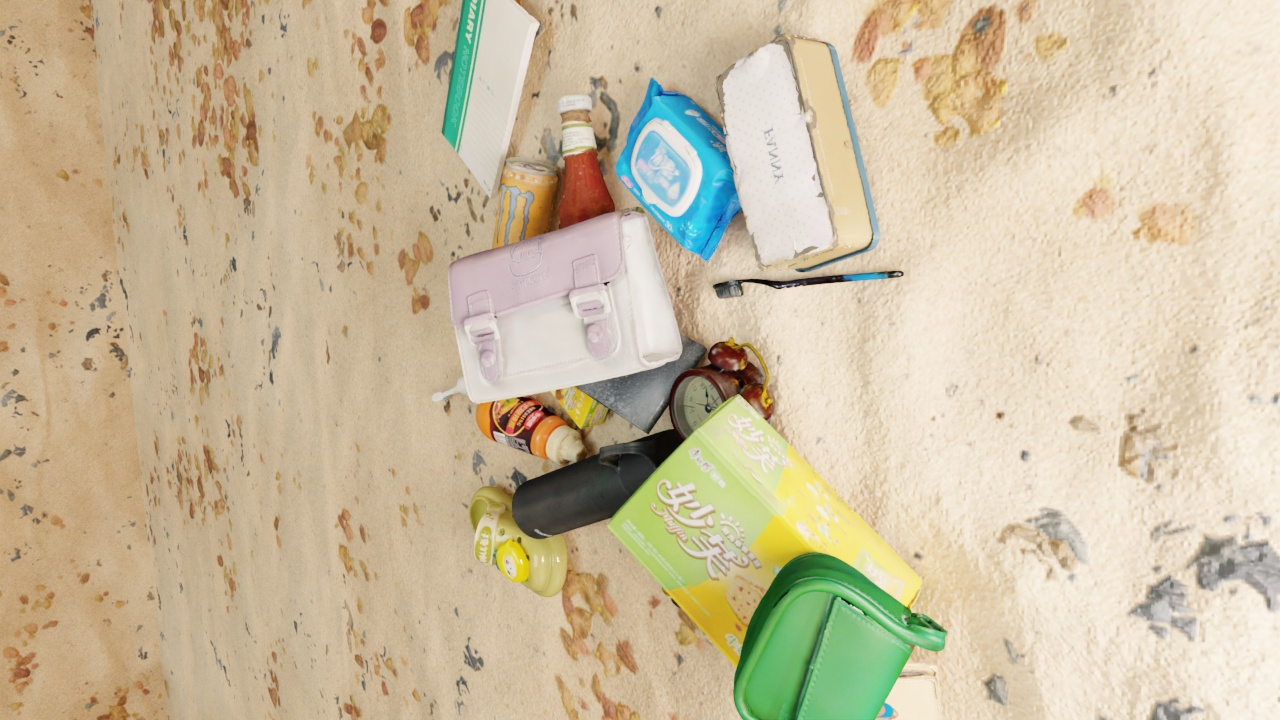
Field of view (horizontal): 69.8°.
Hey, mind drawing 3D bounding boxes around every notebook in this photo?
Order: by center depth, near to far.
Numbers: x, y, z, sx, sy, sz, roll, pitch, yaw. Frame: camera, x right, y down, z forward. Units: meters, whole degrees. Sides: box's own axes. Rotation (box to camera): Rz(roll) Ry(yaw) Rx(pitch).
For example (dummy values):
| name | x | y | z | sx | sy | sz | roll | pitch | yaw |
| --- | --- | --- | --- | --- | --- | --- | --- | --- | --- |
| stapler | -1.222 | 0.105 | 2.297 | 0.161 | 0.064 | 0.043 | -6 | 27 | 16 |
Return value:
| name | x | y | z | sx | sy | sz | roll | pitch | yaw |
| --- | --- | --- | --- | --- | --- | --- | --- | --- | --- |
| notebook | -0.174 | -0.309 | 1.023 | 0.150 | 0.012 | 0.210 | 51 | 137 | 33 |

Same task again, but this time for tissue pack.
| name | x | y | z | sx | sy | sz | roll | pitch | yaw |
| --- | --- | --- | --- | --- | --- | --- | --- | --- | --- |
| tissue pack | 0.033 | -0.169 | 0.803 | 0.157 | 0.052 | 0.095 | 52 | 131 | 29 |

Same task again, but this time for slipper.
| name | x | y | z | sx | sy | sz | roll | pitch | yaw |
| --- | --- | --- | --- | --- | --- | --- | --- | --- | --- |
| slipper | -0.160 | 0.214 | 1.072 | 0.191 | 0.081 | 0.092 | 27 | 119 | 45 |

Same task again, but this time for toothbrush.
| name | x | y | z | sx | sy | sz | roll | pitch | yaw |
| --- | --- | --- | --- | --- | --- | --- | --- | --- | --- |
| toothbrush | 0.130 | -0.062 | 0.746 | 0.190 | 0.014 | 0.016 | 1 | 98 | 47 |
| toothbrush | -0.199 | 0.026 | 1.118 | 0.222 | 0.026 | 0.026 | -19 | 72 | 48 |

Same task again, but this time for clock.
| name | x | y | z | sx | sy | sz | roll | pitch | yaw |
| --- | --- | --- | --- | --- | --- | --- | --- | --- | --- |
| clock | 0.074 | 0.033 | 0.792 | 0.082 | 0.055 | 0.122 | 60 | 137 | 23 |

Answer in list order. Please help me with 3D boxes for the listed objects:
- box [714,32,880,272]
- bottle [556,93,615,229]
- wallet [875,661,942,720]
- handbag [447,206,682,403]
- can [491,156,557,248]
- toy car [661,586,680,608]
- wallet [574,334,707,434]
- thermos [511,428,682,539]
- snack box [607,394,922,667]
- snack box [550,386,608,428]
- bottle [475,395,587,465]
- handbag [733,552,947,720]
| name | x | y | z | sx | sy | sz | roll | pitch | yaw |
| --- | --- | --- | --- | --- | --- | --- | --- | --- | --- |
| box | 0.121 | -0.150 | 0.708 | 0.090 | 0.059 | 0.184 | -13 | 89 | 49 |
| bottle | -0.054 | -0.155 | 0.901 | 0.060 | 0.059 | 0.206 | -3 | 94 | 48 |
| wallet | 0.166 | 0.253 | 0.692 | 0.115 | 0.024 | 0.087 | -4 | 127 | 19 |
| handbag | -0.076 | -0.047 | 0.841 | 0.197 | 0.098 | 0.145 | -12 | 89 | 28 |
| can | -0.127 | -0.139 | 0.984 | 0.058 | 0.058 | 0.146 | 33 | 121 | 40 |
| toy car | 0.033 | 0.189 | 0.886 | 0.049 | 0.031 | 0.106 | -31 | 82 | 47 |
| wallet | -0.005 | 0.005 | 0.871 | 0.121 | 0.019 | 0.097 | 30 | 82 | 41 |
| thermos | -0.048 | 0.122 | 0.924 | 0.243 | 0.090 | 0.068 | -28 | 43 | 47 |
| snack box | 0.093 | 0.156 | 0.742 | 0.210 | 0.069 | 0.158 | 46 | 131 | 9 |
| snack box | -0.075 | -0.006 | 0.971 | 0.140 | 0.033 | 0.087 | 47 | 129 | 30 |
| bottle | -0.116 | 0.077 | 1.014 | 0.150 | 0.066 | 0.067 | 23 | 114 | 36 |
| handbag | 0.133 | 0.209 | 0.639 | 0.120 | 0.068 | 0.131 | 26 | 103 | 8 |
